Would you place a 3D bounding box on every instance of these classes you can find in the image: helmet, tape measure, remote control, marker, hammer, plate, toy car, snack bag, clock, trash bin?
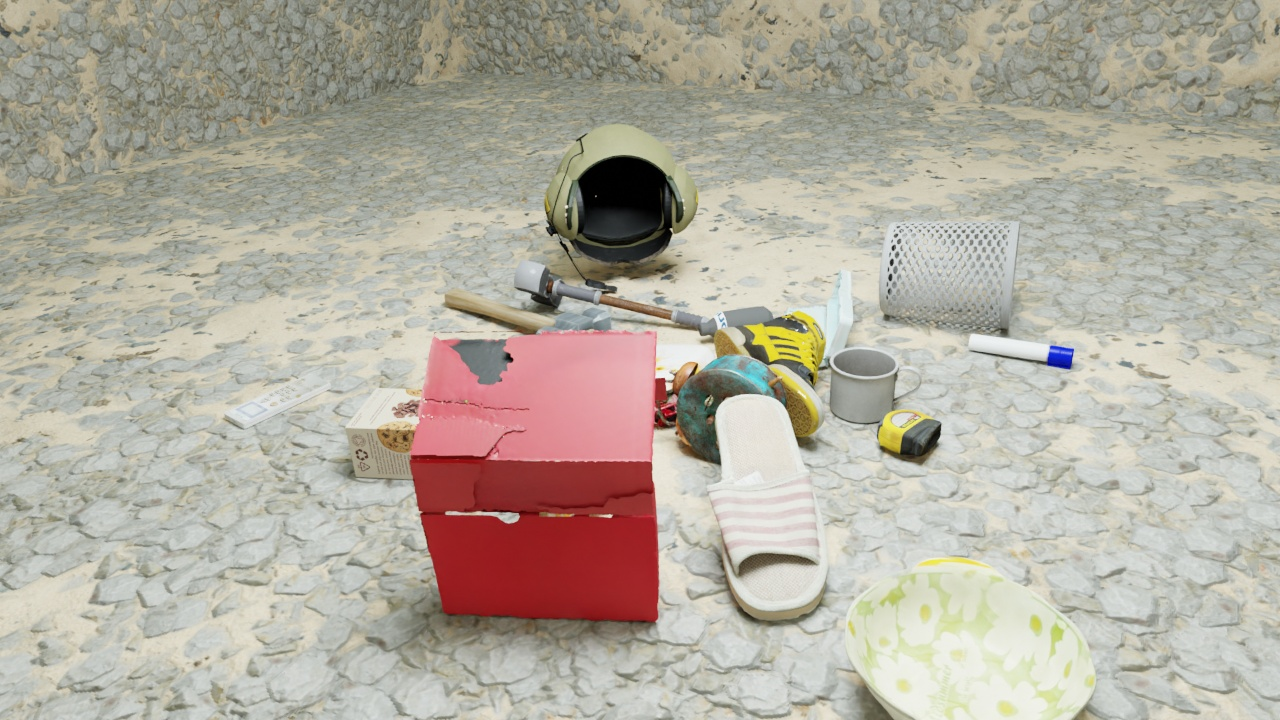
[{"bbox_3d":[-0.034,-0.258,1.527,0.250,0.256,0.232,-4,31,-5],"label":"helmet"},{"bbox_3d":[0.314,0.086,1.083,0.064,0.037,0.065,18,31,33],"label":"tape measure"},{"bbox_3d":[-0.496,0.054,1.258,0.050,0.011,0.135,18,34,35],"label":"remote control"},{"bbox_3d":[0.525,-0.014,1.270,0.133,0.027,0.023,11,30,29],"label":"marker"},{"bbox_3d":[-0.030,-0.088,1.425,0.322,0.043,0.156,14,-5,11],"label":"hammer"},{"bbox_3d":[-0.007,0.007,1.237,0.187,0.016,0.186,0,18,30],"label":"plate"},{"bbox_3d":[0.050,0.055,1.166,0.091,0.042,0.036,-22,62,-21],"label":"toy car"},{"bbox_3d":[-0.230,0.089,1.099,0.206,0.070,0.094,1,28,8],"label":"snack bag"},{"bbox_3d":[0.089,0.057,1.076,0.158,0.121,0.073,4,24,23],"label":"clock"},{"bbox_3d":[0.460,-0.132,1.370,0.183,0.157,0.156,6,28,22],"label":"trash bin"},{"bbox_3d":[-0.195,-0.070,1.433,0.323,0.051,0.117,17,31,39],"label":"hammer"}]

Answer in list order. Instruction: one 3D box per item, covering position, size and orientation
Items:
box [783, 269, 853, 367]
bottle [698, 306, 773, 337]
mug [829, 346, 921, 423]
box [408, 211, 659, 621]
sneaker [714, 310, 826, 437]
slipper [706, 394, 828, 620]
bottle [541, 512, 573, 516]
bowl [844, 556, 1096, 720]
[{"bbox_3d":[0.260,-0.060,1.339,0.122,0.078,0.197,-16,22,18],"label":"box"},{"bbox_3d":[0.141,-0.053,1.362,0.112,0.047,0.047,-9,28,-11],"label":"bottle"},{"bbox_3d":[0.294,0.033,1.153,0.113,0.071,0.084,11,30,25],"label":"mug"},{"bbox_3d":[-0.090,0.063,0.812,0.211,0.378,0.123,0,11,7],"label":"box"},{"bbox_3d":[0.198,0.013,1.175,0.122,0.086,0.238,-16,33,-18],"label":"sneaker"},{"bbox_3d":[0.122,0.130,0.919,0.115,0.052,0.262,-2,47,-1],"label":"slipper"},{"bbox_3d":[-0.060,0.134,1.001,0.109,0.063,0.063,-16,30,-25],"label":"bottle"},{"bbox_3d":[0.261,0.251,0.745,0.188,0.060,0.218,3,27,12],"label":"bowl"}]
